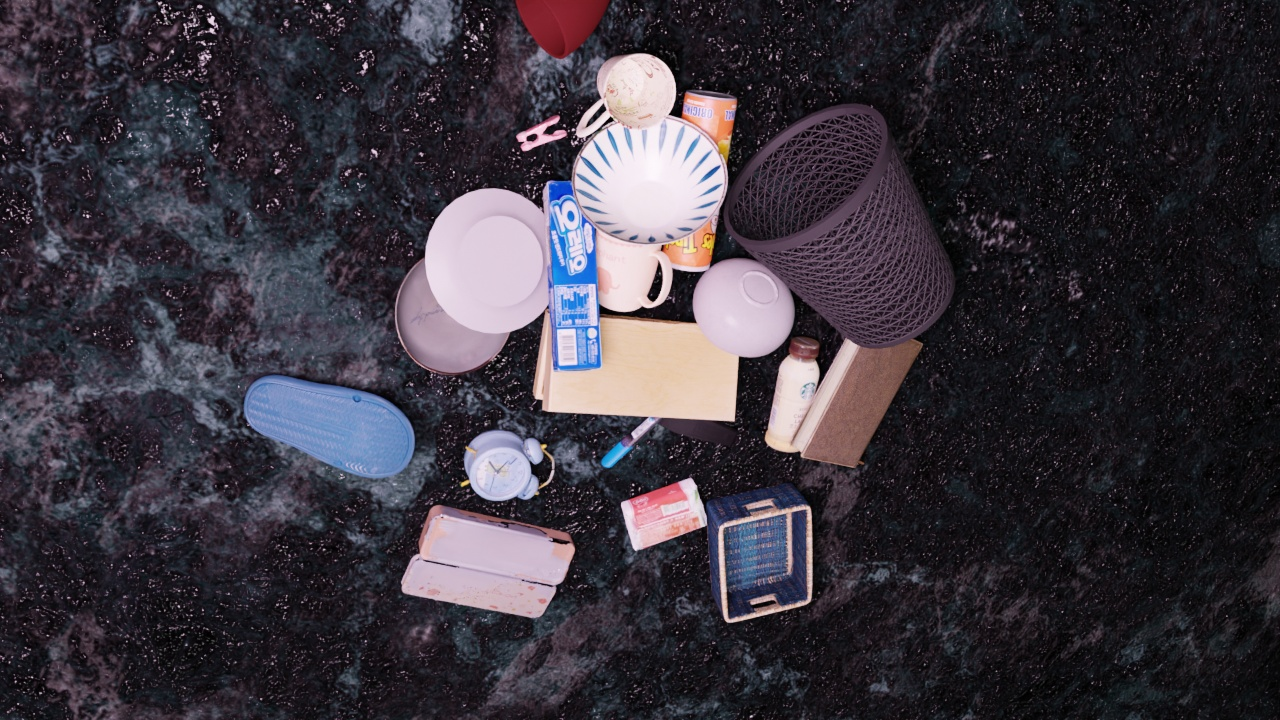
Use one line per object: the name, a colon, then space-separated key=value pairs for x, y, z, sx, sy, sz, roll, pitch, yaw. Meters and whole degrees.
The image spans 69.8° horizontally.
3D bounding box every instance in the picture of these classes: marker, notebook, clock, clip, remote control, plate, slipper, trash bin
marker: x=-0.007 y=0.106 z=1.282 sx=0.123 sy=0.018 sz=0.015 roll=-44 pitch=150 yaw=9
notebook: x=0.320 y=0.054 z=1.313 sx=0.190 sy=0.034 sz=0.215 roll=17 pitch=104 yaw=-44
clock: x=-0.178 y=0.144 z=1.236 sx=0.124 sy=0.051 sz=0.089 roll=6 pitch=111 yaw=-17
clip: x=-0.115 y=-0.263 z=1.084 sx=0.059 sy=0.022 sz=0.038 roll=-20 pitch=120 yaw=1
remote control: x=0.084 y=0.095 z=1.306 sx=0.124 sy=0.010 sz=0.039 roll=20 pitch=108 yaw=-22
plate: x=-0.170 y=-0.118 z=1.097 sx=0.172 sy=0.019 sz=0.173 roll=-3 pitch=97 yaw=-30
slipper: x=-0.384 y=0.074 z=1.147 sx=0.213 sy=0.059 sz=0.104 roll=21 pitch=99 yaw=-8
trash bin: x=0.262 y=-0.150 z=1.139 sx=0.217 sy=0.217 sz=0.243 roll=-43 pitch=124 yaw=6

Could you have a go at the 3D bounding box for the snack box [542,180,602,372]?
snack box: x=-0.082 y=-0.099 z=1.099 sx=0.059 sy=0.059 sz=0.226 roll=-4 pitch=90 yaw=-12

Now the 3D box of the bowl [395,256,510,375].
bowl: x=-0.232 y=-0.061 z=1.113 sx=0.150 sy=0.057 sz=0.151 roll=-5 pitch=101 yaw=-29

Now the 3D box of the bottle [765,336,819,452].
bottle: x=0.217 y=0.047 z=1.293 sx=0.056 sy=0.056 sz=0.162 roll=1 pitch=114 yaw=-16

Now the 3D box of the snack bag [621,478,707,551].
snack bag: x=0.034 y=0.224 z=1.338 sx=0.116 sy=0.036 sz=0.077 roll=-19 pitch=118 yaw=-6

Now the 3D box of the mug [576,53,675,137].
mug: x=-0.026 y=-0.297 z=1.047 sx=0.122 sy=0.097 sz=0.081 roll=-44 pitch=117 yaw=7

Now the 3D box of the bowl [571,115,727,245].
bowl: x=0.011 y=-0.195 z=1.074 sx=0.177 sy=0.177 sz=0.071 roll=-19 pitch=158 yaw=-6

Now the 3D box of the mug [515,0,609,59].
mug: x=-0.084 y=-0.402 z=1.003 sx=0.088 sy=0.087 sz=0.114 roll=-41 pitch=91 yaw=-14

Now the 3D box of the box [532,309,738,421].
box: x=-0.008 y=0.004 z=1.209 sx=0.248 sy=0.123 sz=0.140 roll=4 pitch=87 yaw=-17

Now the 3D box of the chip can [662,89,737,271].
chip can: x=0.071 y=-0.219 z=1.128 sx=0.062 sy=0.062 sz=0.211 roll=1 pitch=114 yaw=-16

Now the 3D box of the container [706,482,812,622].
container: x=0.179 y=0.289 z=1.386 sx=0.145 sy=0.071 sz=0.188 roll=-11 pitch=116 yaw=-10

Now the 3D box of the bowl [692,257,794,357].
bowl: x=0.138 y=-0.075 z=1.169 sx=0.131 sy=0.131 sz=0.065 roll=8 pitch=149 yaw=-18

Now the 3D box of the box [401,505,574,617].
box: x=-0.217 y=0.293 z=1.308 sx=0.216 sy=0.058 sz=0.154 roll=17 pitch=107 yaw=-22

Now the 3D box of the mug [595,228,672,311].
mug: x=-0.009 y=-0.112 z=1.133 sx=0.085 sy=0.111 sz=0.104 roll=-26 pitch=137 yaw=-44
